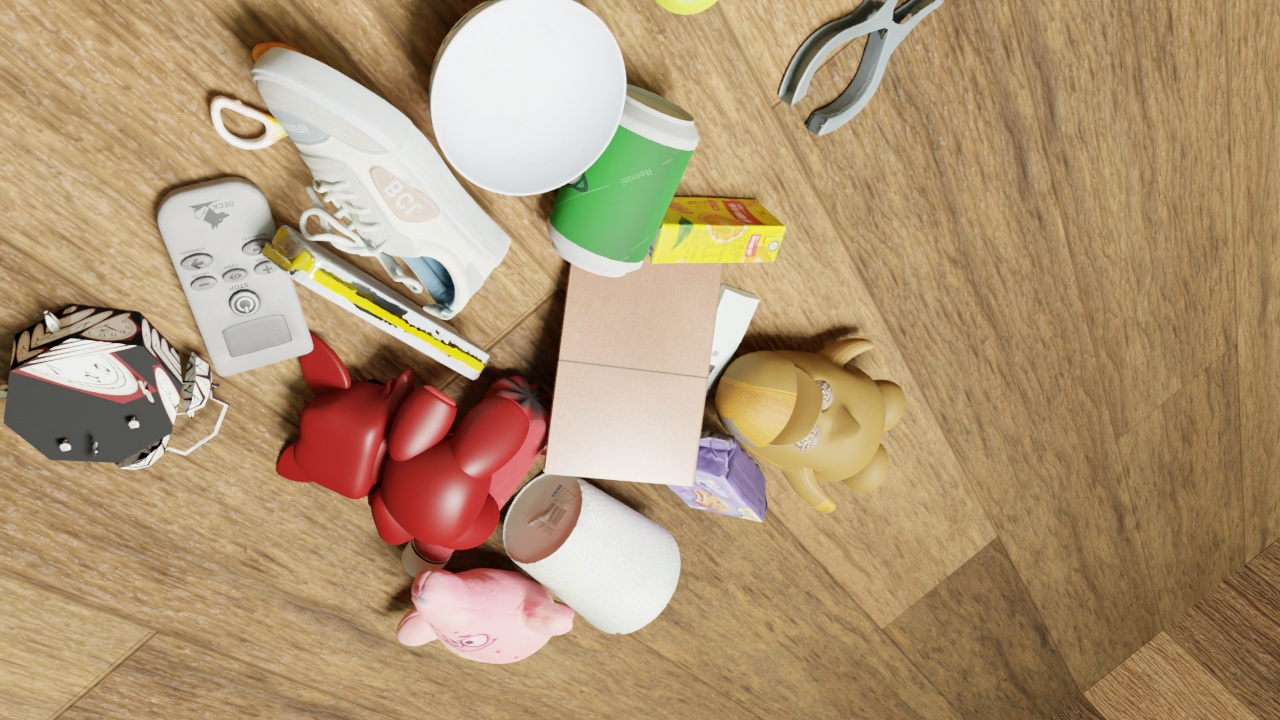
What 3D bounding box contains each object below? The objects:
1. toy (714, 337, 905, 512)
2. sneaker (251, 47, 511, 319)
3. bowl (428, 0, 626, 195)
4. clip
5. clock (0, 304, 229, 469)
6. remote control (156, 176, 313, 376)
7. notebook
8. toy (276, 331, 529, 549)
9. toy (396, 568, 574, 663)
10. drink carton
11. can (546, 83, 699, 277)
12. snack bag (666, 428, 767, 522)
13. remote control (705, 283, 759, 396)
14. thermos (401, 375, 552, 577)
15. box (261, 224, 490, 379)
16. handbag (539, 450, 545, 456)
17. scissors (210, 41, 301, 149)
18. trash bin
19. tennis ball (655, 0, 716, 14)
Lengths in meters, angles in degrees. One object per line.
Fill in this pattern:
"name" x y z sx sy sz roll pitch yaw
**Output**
"toy" 0.175 0.054 0.982 0.203 0.163 0.198 18 86 -32
"sneaker" -0.185 -0.111 0.650 0.090 0.090 0.242 -62 145 -14
"bowl" -0.091 -0.202 0.666 0.143 0.074 0.144 -16 131 -20
"clip" 0.209 -0.270 0.828 0.167 0.028 0.127 -46 136 10
"clock" -0.385 0.031 0.681 0.115 0.065 0.154 -47 133 9
"remote control" -0.300 -0.060 0.683 0.074 0.019 0.151 -18 127 -18
"notebook" -0.005 0.005 0.831 0.141 0.008 0.209 7 92 -15
"toy" -0.207 0.075 0.780 0.197 0.120 0.159 24 120 5
"toy" -0.162 0.256 0.935 0.192 0.096 0.237 -8 156 16
"drink carton" 0.061 -0.118 0.836 0.134 0.058 0.043 -4 128 -29
"can" -0.016 -0.145 0.748 0.087 0.087 0.140 7 120 -35
"snack bag" 0.075 0.117 0.988 0.205 0.096 0.058 53 51 -59
"remote control" 0.072 -0.008 0.954 0.049 0.024 0.144 13 117 -38
"thermos" -0.163 0.122 0.883 0.073 0.073 0.240 15 121 -38
"box" -0.200 -0.042 0.722 0.033 0.064 0.209 -56 142 -1
"handbag" -0.057 0.083 0.953 0.119 0.029 0.055 -6 125 -21
"scissors" -0.244 -0.158 0.652 0.097 0.012 0.133 -36 137 -5
"trash bin" -0.056 0.200 0.978 0.133 0.133 0.161 -42 130 5
"tennis ball" 0.034 -0.290 0.677 0.065 0.065 0.065 -16 131 -20
